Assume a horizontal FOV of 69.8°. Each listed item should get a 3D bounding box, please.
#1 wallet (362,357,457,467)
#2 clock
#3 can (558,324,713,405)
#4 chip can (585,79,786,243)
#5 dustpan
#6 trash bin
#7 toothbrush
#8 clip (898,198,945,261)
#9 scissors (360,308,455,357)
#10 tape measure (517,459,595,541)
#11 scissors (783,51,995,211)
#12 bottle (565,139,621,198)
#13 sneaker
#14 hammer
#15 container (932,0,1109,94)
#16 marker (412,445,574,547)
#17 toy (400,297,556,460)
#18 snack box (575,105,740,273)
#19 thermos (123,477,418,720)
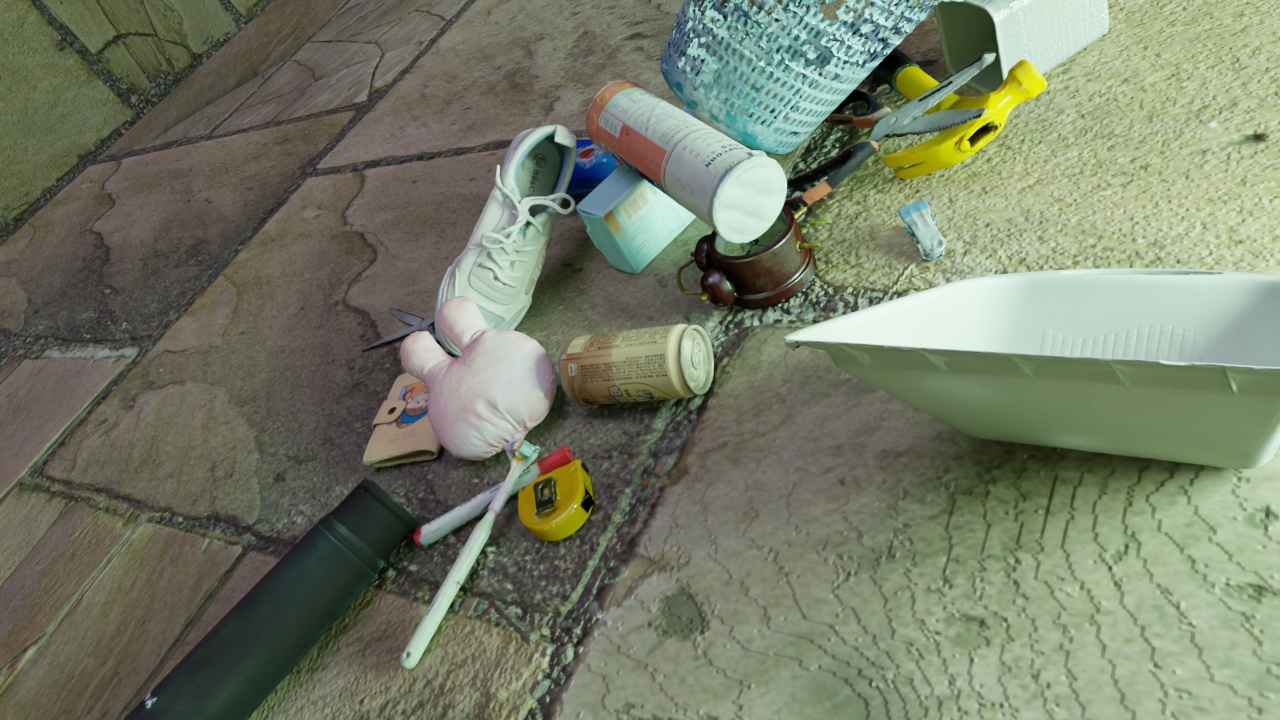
[{"bbox_3d":[-0.213,0.050,0.866,0.087,0.024,0.115,-10,45,20],"label":"wallet"},{"bbox_3d":[0.088,-0.084,0.767,0.122,0.055,0.082,-20,40,12],"label":"clock"},{"bbox_3d":[-0.004,0.004,0.737,0.116,0.058,0.058,-6,46,31],"label":"can"},{"bbox_3d":[0.031,-0.176,0.783,0.071,0.071,0.214,-38,45,-7],"label":"chip can"},{"bbox_3d":[0.242,-0.030,0.495,0.223,0.257,0.142,5,75,38],"label":"dustpan"},{"bbox_3d":[0.127,-0.298,0.794,0.196,0.226,0.226,-54,25,35],"label":"trash bin"},{"bbox_3d":[-0.130,0.143,0.695,0.029,0.020,0.189,15,65,28],"label":"toothbrush"},{"bbox_3d":[0.223,-0.100,0.720,0.027,0.043,0.058,-19,48,13],"label":"clip"},{"bbox_3d":[-0.227,-0.040,0.978,0.159,0.014,0.180,-37,37,-5],"label":"scissors"},{"bbox_3d":[-0.066,0.106,0.695,0.060,0.029,0.057,-26,39,10],"label":"tape measure"},{"bbox_3d":[0.199,-0.197,0.792,0.189,0.015,0.227,-49,28,6],"label":"scissors"},{"bbox_3d":[-0.062,-0.208,0.993,0.219,0.065,0.065,8,53,38],"label":"bottle"},{"bbox_3d":[-0.118,-0.114,0.872,0.091,0.089,0.242,5,72,64],"label":"sneaker"},{"bbox_3d":[0.246,-0.259,0.845,0.129,0.033,0.300,-41,31,18],"label":"hammer"},{"bbox_3d":[0.336,-0.304,0.805,0.114,0.090,0.090,-30,39,-1],"label":"container"},{"bbox_3d":[-0.119,0.110,0.739,0.145,0.017,0.017,-30,38,5],"label":"marker"},{"bbox_3d":[-0.144,0.013,0.804,0.121,0.054,0.159,-42,61,0],"label":"toy"},{"bbox_3d":[0.024,-0.170,0.890,0.174,0.074,0.052,-45,40,-14],"label":"snack box"},{"bbox_3d":[-0.281,0.203,0.725,0.242,0.068,0.090,-48,7,-20],"label":"thermos"}]
